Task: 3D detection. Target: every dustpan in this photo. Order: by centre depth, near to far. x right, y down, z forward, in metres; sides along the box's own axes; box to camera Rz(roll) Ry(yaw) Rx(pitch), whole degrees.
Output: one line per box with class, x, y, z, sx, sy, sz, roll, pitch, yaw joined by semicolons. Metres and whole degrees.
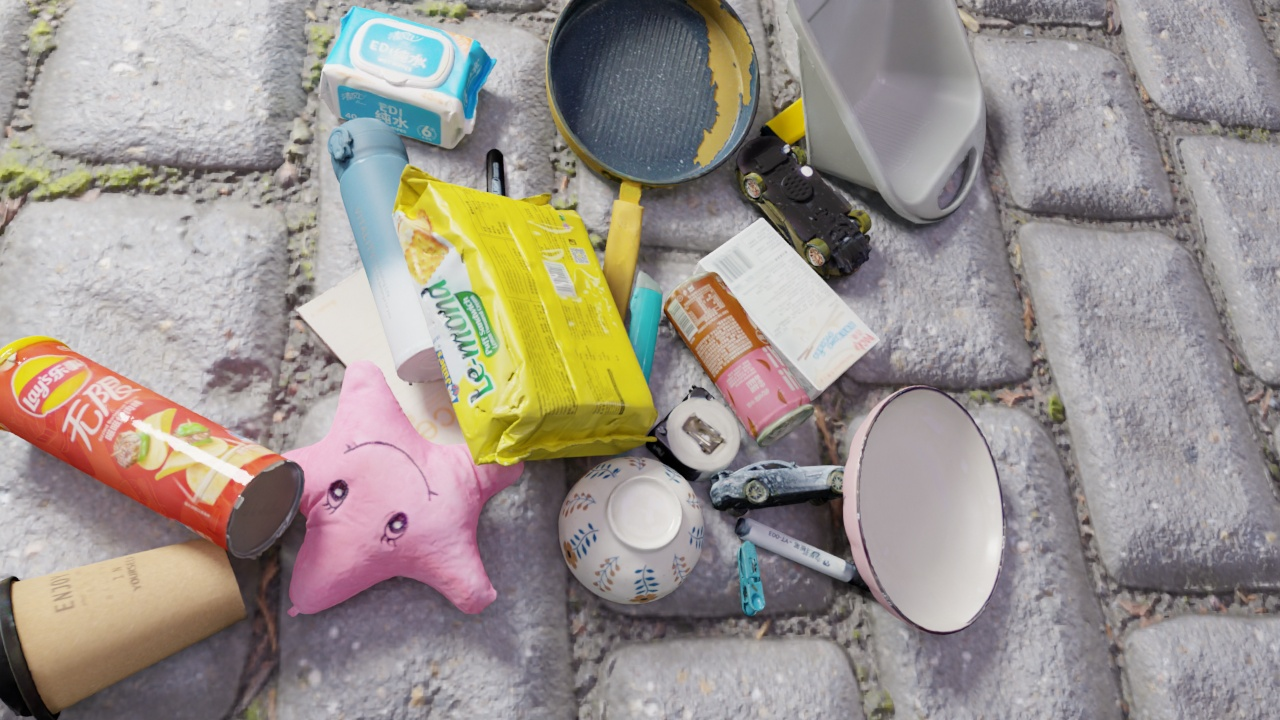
dustpan;0.252;-0.264;0.849;0.143;0.258;0.222;25;61;25

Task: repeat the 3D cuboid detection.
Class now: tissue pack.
tissue pack;-0.205;-0.251;0.808;0.140;0.063;0.089;15;64;-6

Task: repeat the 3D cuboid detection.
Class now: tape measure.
tape measure;0.047;0.063;0.743;0.066;0.034;0.065;41;66;7

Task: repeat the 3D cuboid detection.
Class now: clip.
clip;0.085;0.169;0.713;0.014;0.046;0.057;2;65;-11

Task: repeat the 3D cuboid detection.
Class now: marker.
marker;0.137;0.155;0.732;0.130;0.018;0.022;24;55;-2
marker;-0.126;-0.134;0.802;0.018;0.015;0.124;2;65;-16

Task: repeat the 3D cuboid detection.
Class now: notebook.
notebook;-0.152;-0.007;0.741;0.145;0.010;0.206;-40;80;-26

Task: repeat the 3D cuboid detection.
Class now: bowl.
bowl;-0.003;0.121;0.691;0.113;0.062;0.113;5;64;-10

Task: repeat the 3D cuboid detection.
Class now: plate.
plate;0.220;0.117;0.726;0.192;0.039;0.192;9;75;-37

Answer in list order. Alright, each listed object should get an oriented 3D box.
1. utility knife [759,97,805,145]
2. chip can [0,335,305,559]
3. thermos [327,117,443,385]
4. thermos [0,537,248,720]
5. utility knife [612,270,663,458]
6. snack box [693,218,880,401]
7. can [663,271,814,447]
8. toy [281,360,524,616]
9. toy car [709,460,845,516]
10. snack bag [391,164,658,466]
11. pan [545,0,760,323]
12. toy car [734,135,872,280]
utility knife;0.179;-0.257;0.926;0.173;0.015;0.033;-39;85;-26
chip can;-0.333;0.055;0.614;0.217;0.073;0.073;23;63;12
thermos;-0.193;-0.092;0.727;0.070;0.070;0.220;-17;71;-19
thermos;-0.334;0.164;0.585;0.143;0.093;0.093;-18;72;-27
utility knife;-0.004;0.004;0.756;0.029;0.013;0.160;15;76;-18
snack box;0.129;-0.048;0.814;0.084;0.027;0.157;-37;79;-25
can;0.079;-0.003;0.759;0.057;0.058;0.147;-26;70;-22
toy;-0.179;0.109;0.647;0.194;0.075;0.178;32;72;7
toy car;0.115;0.099;0.731;0.120;0.054;0.036;-2;69;-14
snack bag;-0.082;-0.035;0.691;0.157;0.068;0.246;2;58;-48
pan;-0.002;-0.177;0.811;0.197;0.078;0.357;13;86;-13
toy car;0.150;-0.144;0.854;0.070;0.042;0.158;-34;79;-24
